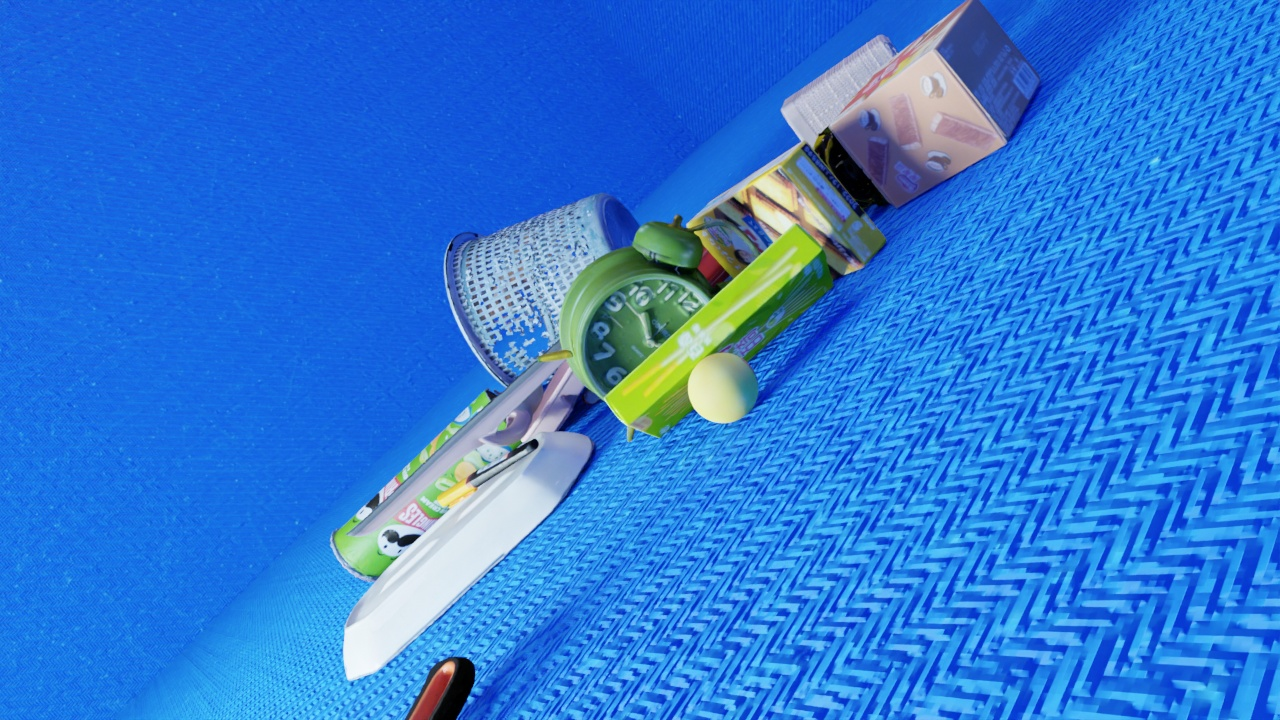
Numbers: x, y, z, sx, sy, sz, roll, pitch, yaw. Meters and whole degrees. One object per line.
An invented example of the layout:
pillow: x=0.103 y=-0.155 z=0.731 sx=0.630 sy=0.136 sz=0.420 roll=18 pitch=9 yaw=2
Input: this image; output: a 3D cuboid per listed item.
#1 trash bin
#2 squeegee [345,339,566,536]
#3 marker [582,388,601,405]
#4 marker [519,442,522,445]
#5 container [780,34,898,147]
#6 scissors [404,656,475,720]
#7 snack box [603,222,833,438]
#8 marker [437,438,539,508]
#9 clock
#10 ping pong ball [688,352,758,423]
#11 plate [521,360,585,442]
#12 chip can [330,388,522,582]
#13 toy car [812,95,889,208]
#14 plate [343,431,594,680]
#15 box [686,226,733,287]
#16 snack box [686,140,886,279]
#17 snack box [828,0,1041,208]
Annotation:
trash bin: x=-0.089 y=-0.092 z=1.100 sx=0.195 sy=0.226 sz=0.226 roll=-25 pitch=16 yaw=21
squeegee: x=-0.113 y=0.049 z=0.808 sx=0.248 sy=0.040 sz=0.249 roll=-42 pitch=3 yaw=10
marker: x=-0.005 y=0.005 z=0.847 sx=0.146 sy=0.017 sz=0.017 roll=-35 pitch=13 yaw=38
marker: x=-0.143 y=0.097 z=1.005 sx=0.124 sy=0.015 sz=0.018 roll=-46 pitch=25 yaw=-5
container: x=0.205 y=-0.239 z=0.865 sx=0.111 sy=0.090 sz=0.090 roll=-34 pitch=12 yaw=23
scissors: x=-0.140 y=0.231 z=0.415 sx=0.234 sy=0.021 sz=0.220 roll=-28 pitch=23 yaw=55
snack box: x=0.052 y=-0.014 z=0.576 sx=0.156 sy=0.026 sz=0.085 roll=-42 pitch=-18 yaw=4
marker: x=-0.123 y=0.092 z=0.741 sx=0.124 sy=0.015 sz=0.018 roll=-33 pitch=12 yaw=34
clock: x=0.016 y=-0.030 z=0.638 sx=0.161 sy=0.116 sz=0.056 roll=-45 pitch=21 yaw=6
ping pong ball: x=0.047 y=0.016 z=0.524 sx=0.040 sy=0.040 sz=0.040 roll=-41 pitch=10 yaw=9
plate: x=-0.050 y=-0.014 z=0.912 sx=0.230 sy=0.028 sz=0.229 roll=-58 pitch=6 yaw=9
chip can: x=-0.221 y=0.131 z=0.975 sx=0.236 sy=0.072 sz=0.072 roll=-43 pitch=10 yaw=5
toy car: x=0.182 y=-0.170 z=0.703 sx=0.041 sy=0.071 sz=0.155 roll=-24 pitch=19 yaw=51
plate: x=-0.146 y=0.146 z=0.745 sx=0.265 sy=0.034 sz=0.162 roll=-43 pitch=10 yaw=0
box: x=0.030 y=-0.066 z=0.764 sx=0.201 sy=0.100 sz=0.102 roll=-47 pitch=-27 yaw=-23
snack box: x=0.098 y=-0.090 z=0.645 sx=0.033 sy=0.087 sz=0.141 roll=-46 pitch=11 yaw=-20
snack box: x=0.201 y=-0.175 z=0.628 sx=0.095 sy=0.077 sz=0.092 roll=-31 pitch=16 yaw=51
